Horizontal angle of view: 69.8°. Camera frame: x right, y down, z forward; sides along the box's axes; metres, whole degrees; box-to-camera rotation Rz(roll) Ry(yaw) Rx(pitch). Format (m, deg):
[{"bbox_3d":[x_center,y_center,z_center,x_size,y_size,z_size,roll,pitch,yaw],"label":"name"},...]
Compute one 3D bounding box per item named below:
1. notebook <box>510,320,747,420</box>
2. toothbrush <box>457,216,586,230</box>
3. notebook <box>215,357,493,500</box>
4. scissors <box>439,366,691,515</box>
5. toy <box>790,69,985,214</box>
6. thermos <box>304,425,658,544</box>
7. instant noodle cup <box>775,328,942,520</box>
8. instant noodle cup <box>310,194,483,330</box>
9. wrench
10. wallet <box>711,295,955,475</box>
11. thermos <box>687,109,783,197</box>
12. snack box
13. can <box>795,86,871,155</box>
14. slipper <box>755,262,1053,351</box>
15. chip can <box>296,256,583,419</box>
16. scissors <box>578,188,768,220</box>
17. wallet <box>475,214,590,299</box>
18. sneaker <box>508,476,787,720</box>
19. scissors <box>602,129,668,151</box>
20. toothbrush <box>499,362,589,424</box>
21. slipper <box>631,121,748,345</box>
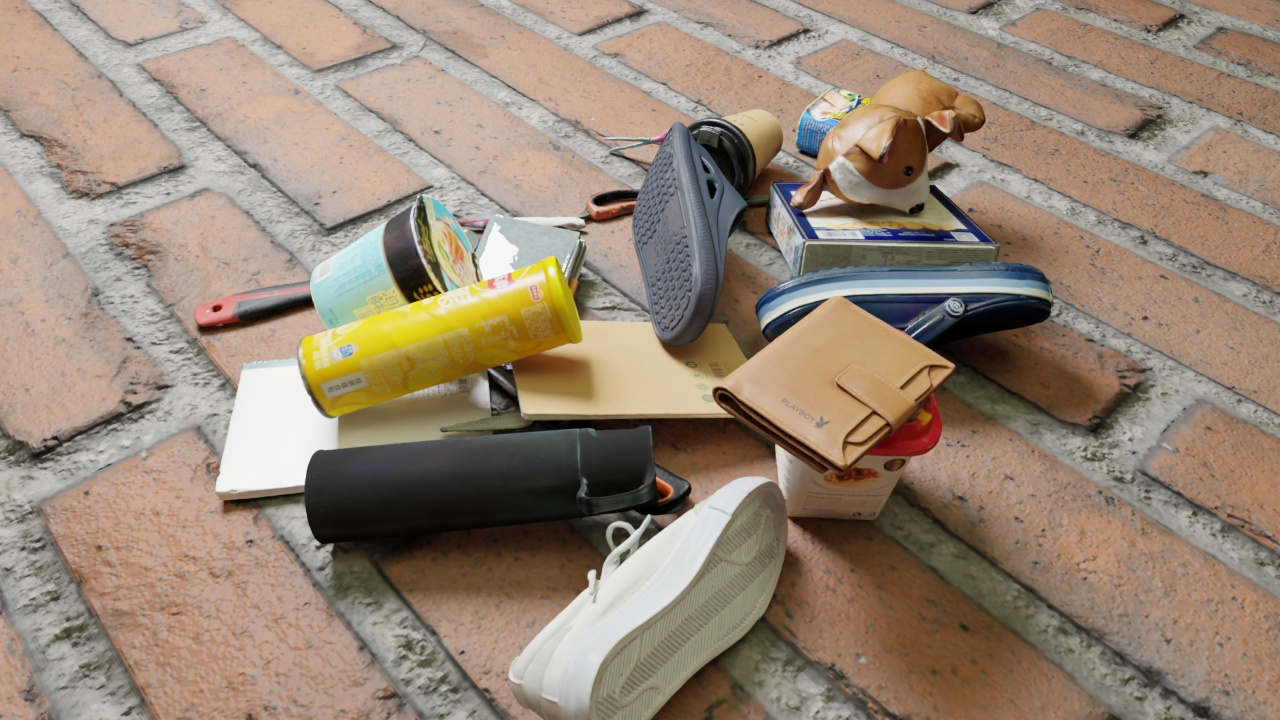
[{"bbox_3d":[-0.005,0.004,0.769,0.207,0.008,0.147,0,32,-16],"label":"notebook"},{"bbox_3d":[-0.150,-0.138,0.947,0.187,0.016,0.017,-1,52,-3],"label":"toothbrush"},{"bbox_3d":[-0.228,0.044,0.756,0.209,0.012,0.150,-5,43,-9],"label":"notebook"},{"bbox_3d":[-0.038,0.050,0.750,0.231,0.022,0.221,-22,49,-27],"label":"scissors"},{"bbox_3d":[0.240,-0.200,0.884,0.199,0.141,0.130,-29,82,-43],"label":"toy"},{"bbox_3d":[-0.110,0.088,0.647,0.242,0.068,0.090,-6,11,2],"label":"thermos"},{"bbox_3d":[0.149,0.051,0.685,0.116,0.124,0.116,2,45,0],"label":"instant noodle cup"},{"bbox_3d":[-0.214,-0.068,0.796,0.121,0.111,0.111,-23,43,14],"label":"instant noodle cup"},{"bbox_3d":[-0.282,-0.077,0.877,0.273,0.016,0.056,-19,48,-21],"label":"wrench"},{"bbox_3d":[0.130,0.015,0.610,0.131,0.031,0.108,-34,54,-30],"label":"wallet"},{"bbox_3d":[0.099,-0.224,0.982,0.093,0.093,0.142,23,36,20],"label":"thermos"},{"bbox_3d":[0.227,-0.128,0.900,0.178,0.046,0.182,1,27,-3],"label":"snack box"},{"bbox_3d":[0.241,-0.274,1.077,0.083,0.057,0.101,25,48,25],"label":"can"},{"bbox_3d":[0.228,-0.029,0.799,0.253,0.105,0.095,-4,72,3],"label":"slipper"},{"bbox_3d":[-0.156,-0.017,0.724,0.213,0.072,0.072,-18,45,2],"label":"chip can"},{"bbox_3d":[0.045,-0.165,0.985,0.189,0.015,0.222,18,45,15],"label":"scissors"},{"bbox_3d":[-0.111,-0.072,0.860,0.106,0.037,0.129,13,59,7],"label":"wallet"},{"bbox_3d":[0.011,0.155,0.608,0.091,0.089,0.241,-1,22,41],"label":"sneaker"},{"bbox_3d":[0.020,-0.248,1.037,0.134,0.017,0.134,-3,3,37],"label":"scissors"},{"bbox_3d":[-0.109,0.003,0.768,0.189,0.018,0.014,32,39,32],"label":"toothbrush"},{"bbox_3d":[0.051,-0.114,0.861,0.083,0.111,0.267,15,43,-21],"label":"slipper"}]
